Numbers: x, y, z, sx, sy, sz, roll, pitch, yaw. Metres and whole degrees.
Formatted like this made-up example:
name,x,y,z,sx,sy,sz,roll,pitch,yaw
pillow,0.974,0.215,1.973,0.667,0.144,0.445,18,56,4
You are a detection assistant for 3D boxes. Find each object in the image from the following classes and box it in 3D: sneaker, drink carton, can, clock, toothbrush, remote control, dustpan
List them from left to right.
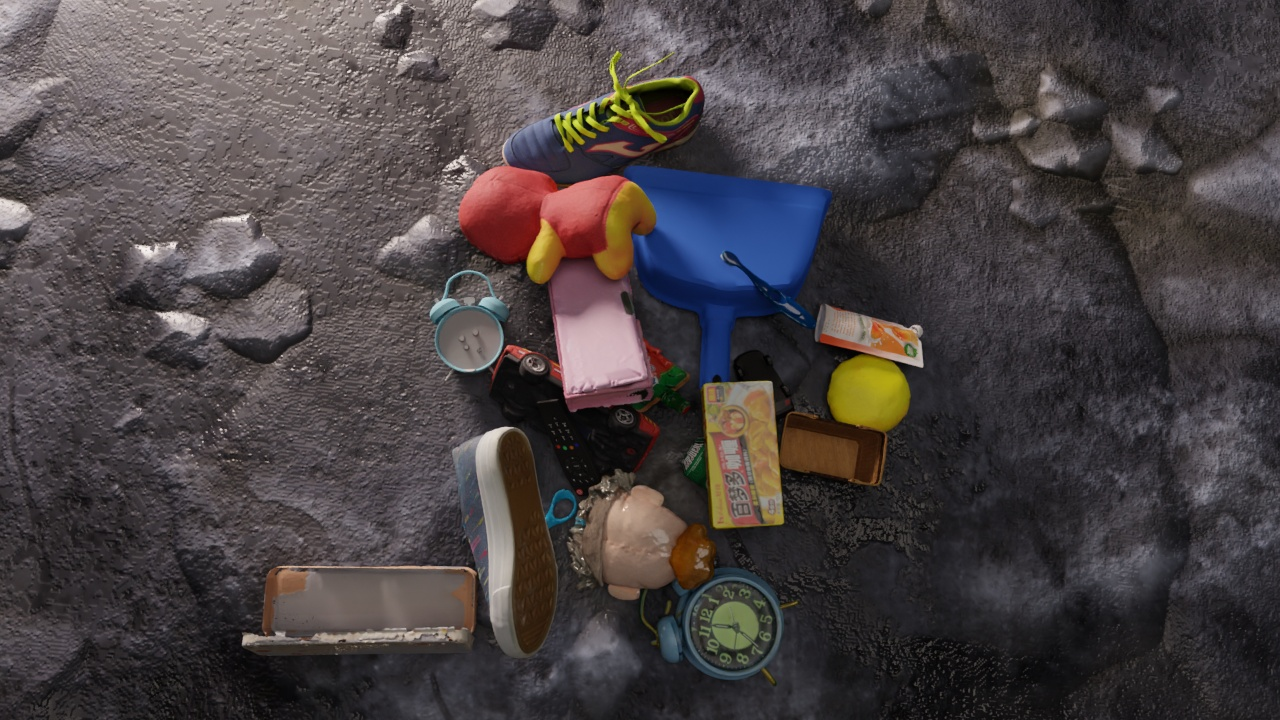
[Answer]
name,x,y,z,sx,sy,sz,roll,pitch,yaw
clock,-0.189,-0.041,1.017,0.087,0.042,0.123,-3,80,-5
sneaker,-0.146,0.188,0.954,0.079,0.087,0.235,-9,88,29
remote control,-0.074,0.093,0.975,0.039,0.010,0.125,-8,119,28
sneaker,-0.044,-0.276,1.053,0.241,0.091,0.116,-19,83,-8
clock,0.078,0.272,0.964,0.162,0.060,0.118,15,79,3
dustpan,0.092,-0.086,1.034,0.245,0.060,0.257,6,64,-3
can,0.096,0.125,0.999,0.101,0.053,0.053,32,77,3
toothbrush,0.139,-0.076,0.999,0.132,0.016,0.021,38,81,-6
drink carton,0.265,-0.029,1.049,0.122,0.039,0.069,15,44,0

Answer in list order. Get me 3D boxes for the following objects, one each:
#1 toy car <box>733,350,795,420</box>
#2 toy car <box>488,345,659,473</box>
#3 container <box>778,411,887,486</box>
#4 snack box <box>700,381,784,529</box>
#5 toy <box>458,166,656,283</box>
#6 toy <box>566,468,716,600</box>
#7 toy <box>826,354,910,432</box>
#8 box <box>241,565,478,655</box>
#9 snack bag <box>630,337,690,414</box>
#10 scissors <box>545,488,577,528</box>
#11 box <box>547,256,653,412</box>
name,x,y,z,sx,sy,sz,roll,pitch,yaw
toy car,0.137,0.030,1.031,0.042,0.036,0.091,-22,57,-7
toy car,-0.074,0.054,0.989,0.189,0.082,0.056,29,38,0
container,0.204,0.100,1.008,0.114,0.061,0.063,12,77,-2
snack box,0.106,0.099,0.963,0.075,0.025,0.152,-2,79,-5
toy,-0.098,-0.155,0.996,0.216,0.099,0.147,9,39,17
toy,0.003,0.186,0.947,0.176,0.076,0.133,13,97,31
toy,0.258,0.039,1.037,0.094,0.041,0.095,34,78,9
box,-0.277,0.251,0.934,0.216,0.095,0.107,1,53,-4
snack bag,-0.006,0.006,0.999,0.155,0.044,0.087,39,46,20
scissors,-0.130,0.189,0.990,0.103,0.015,0.133,28,82,-2
box,-0.050,-0.048,0.973,0.098,0.046,0.232,-5,47,-6
